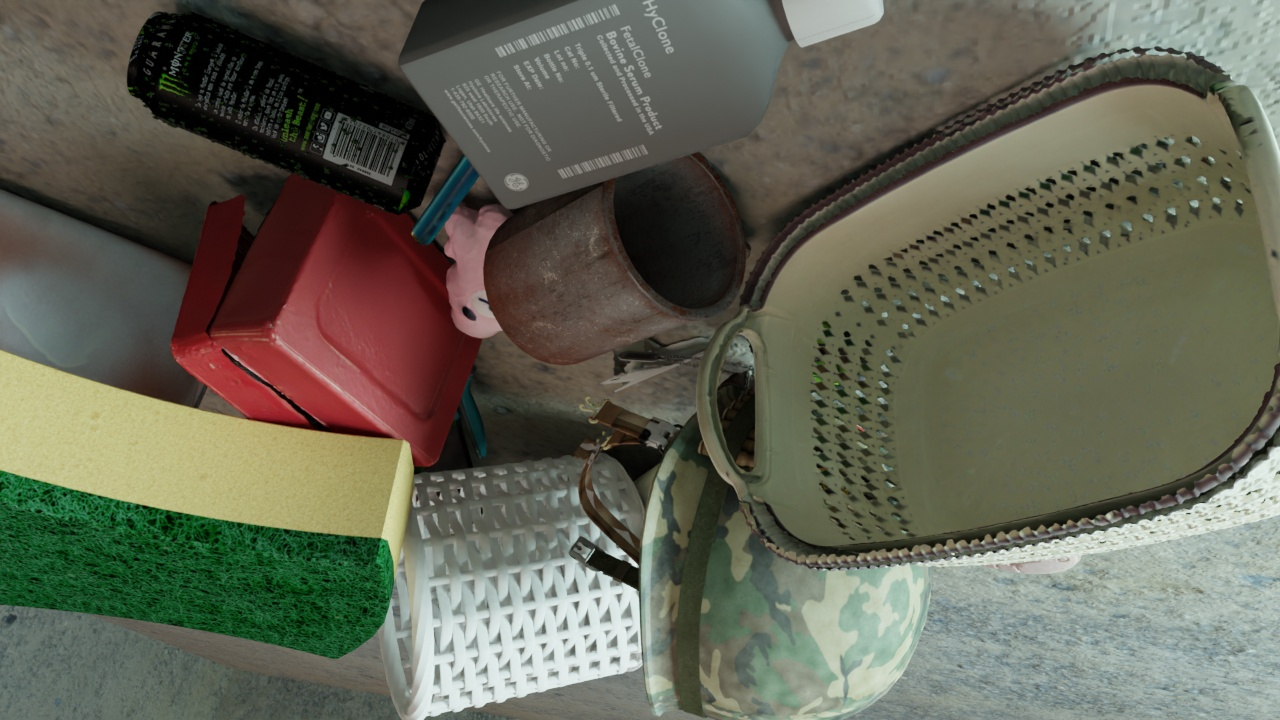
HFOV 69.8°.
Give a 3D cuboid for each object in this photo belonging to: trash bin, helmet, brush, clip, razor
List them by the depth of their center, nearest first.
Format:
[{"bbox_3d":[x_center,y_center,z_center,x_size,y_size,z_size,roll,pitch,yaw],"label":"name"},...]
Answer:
[{"bbox_3d":[-0.082,-0.101,0.460,0.042,0.022,0.144,27,141,-23],"label":"razor"},{"bbox_3d":[-0.269,0.097,0.541,0.250,0.075,0.196,15,144,-16],"label":"brush"},{"bbox_3d":[0.053,0.106,0.559,0.236,0.223,0.193,3,137,12],"label":"helmet"},{"bbox_3d":[-0.003,0.004,0.615,0.054,0.040,0.102,17,153,-34],"label":"clip"},{"bbox_3d":[-0.441,-0.013,0.636,0.259,0.157,0.182,22,150,-18],"label":"trash bin"}]

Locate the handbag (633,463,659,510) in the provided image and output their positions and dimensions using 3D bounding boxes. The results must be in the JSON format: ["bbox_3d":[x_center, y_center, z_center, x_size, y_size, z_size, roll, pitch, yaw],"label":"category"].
[{"bbox_3d":[0.032,0.159,0.772,0.096,0.142,0.199,-21,166,-29],"label":"handbag"}]

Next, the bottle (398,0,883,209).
[{"bbox_3d":[0.003,-0.122,0.355,0.174,0.046,0.084,-11,140,23],"label":"bottle"}]

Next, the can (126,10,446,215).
[{"bbox_3d":[-0.165,-0.117,0.439,0.137,0.053,0.054,21,150,-14],"label":"can"}]

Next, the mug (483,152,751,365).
[{"bbox_3d":[-0.004,-0.051,0.471,0.122,0.096,0.110,3,170,-43],"label":"mug"}]

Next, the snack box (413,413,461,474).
[{"bbox_3d":[-0.210,0.062,0.750,0.080,0.025,0.148,25,126,-21],"label":"snack box"}]

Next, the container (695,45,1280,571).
[{"bbox_3d":[0.160,-0.001,0.396,0.143,0.184,0.252,19,151,-35],"label":"container"}]

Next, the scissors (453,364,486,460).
[{"bbox_3d":[-0.143,0.028,0.689,0.130,0.019,0.150,-36,123,27],"label":"scissors"}]

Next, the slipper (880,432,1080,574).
[{"bbox_3d":[0.188,0.082,0.645,0.240,0.064,0.094,16,159,33],"label":"slipper"}]

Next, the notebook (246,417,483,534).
[{"bbox_3d":[-0.264,0.109,0.820,0.231,0.019,0.169,-4,130,3],"label":"notebook"}]

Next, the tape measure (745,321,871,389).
[{"bbox_3d":[0.107,-0.010,0.541,0.058,0.035,0.066,42,145,-27],"label":"tape measure"}]

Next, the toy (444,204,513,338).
[{"bbox_3d":[-0.078,-0.050,0.528,0.099,0.052,0.096,0,137,23],"label":"toy"}]

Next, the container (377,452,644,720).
[{"bbox_3d":[-0.108,0.175,0.741,0.186,0.189,0.190,-4,159,-25],"label":"container"}]

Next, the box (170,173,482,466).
[{"bbox_3d":[-0.173,-0.018,0.542,0.117,0.135,0.157,-12,144,15],"label":"box"}]
